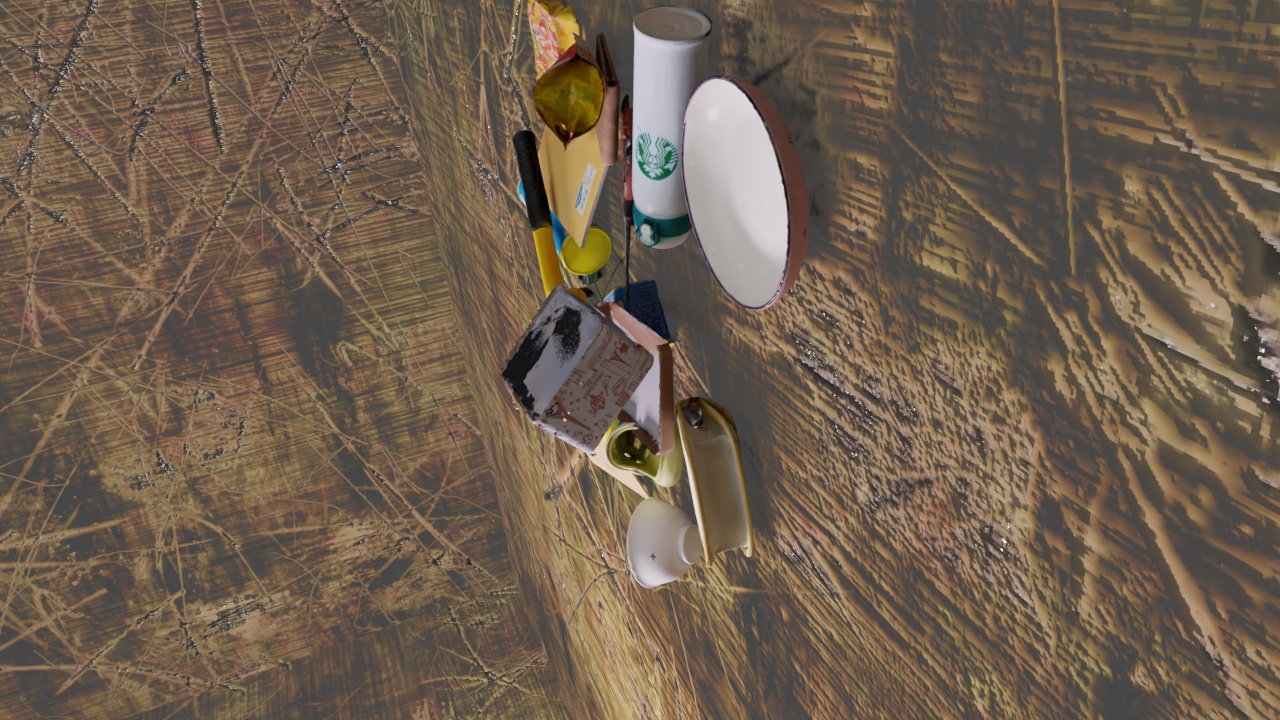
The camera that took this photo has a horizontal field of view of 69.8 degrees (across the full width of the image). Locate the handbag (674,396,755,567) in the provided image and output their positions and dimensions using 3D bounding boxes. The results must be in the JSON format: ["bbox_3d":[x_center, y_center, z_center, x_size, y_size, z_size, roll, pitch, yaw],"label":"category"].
[{"bbox_3d":[0.078,0.121,1.022,0.178,0.063,0.163,-109,8,-72],"label":"handbag"}]

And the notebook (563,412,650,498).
[{"bbox_3d":[-0.067,0.120,1.353,0.148,0.008,0.208,28,157,44],"label":"notebook"}]

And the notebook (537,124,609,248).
[{"bbox_3d":[-0.092,-0.255,1.189,0.206,0.010,0.146,54,131,49],"label":"notebook"}]

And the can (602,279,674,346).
[{"bbox_3d":[-0.005,-0.047,1.115,0.102,0.057,0.083,152,104,-73],"label":"can"}]

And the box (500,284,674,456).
[{"bbox_3d":[-0.037,0.017,1.029,0.166,0.150,0.182,34,-176,-28],"label":"box"}]

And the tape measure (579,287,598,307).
[{"bbox_3d":[-0.082,-0.073,1.378,0.066,0.033,0.066,-140,35,-66],"label":"tape measure"}]

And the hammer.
[{"bbox_3d":[-0.129,-0.170,1.206,0.129,0.032,0.300,-45,53,55],"label":"hammer"}]

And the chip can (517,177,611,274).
[{"bbox_3d":[-0.110,-0.201,1.283,0.210,0.071,0.071,-125,25,-47],"label":"chip can"}]

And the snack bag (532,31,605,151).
[{"bbox_3d":[-0.076,-0.297,1.016,0.207,0.073,0.129,-97,12,-71],"label":"snack bag"}]

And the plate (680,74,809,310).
[{"bbox_3d":[0.089,-0.138,0.754,0.193,0.039,0.192,164,90,-73],"label":"plate"}]

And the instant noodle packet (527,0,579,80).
[{"bbox_3d":[-0.108,-0.393,1.150,0.110,0.044,0.129,52,152,43],"label":"instant noodle packet"}]

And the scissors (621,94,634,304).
[{"bbox_3d":[-0.014,-0.174,0.990,0.226,0.015,0.188,94,175,-56],"label":"scissors"}]

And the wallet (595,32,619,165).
[{"bbox_3d":[-0.040,-0.294,1.029,0.101,0.020,0.115,95,167,-47],"label":"wallet"}]

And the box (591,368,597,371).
[{"bbox_3d":[-0.083,-0.022,1.291,0.169,0.091,0.078,-36,72,62],"label":"box"}]

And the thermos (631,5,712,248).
[{"bbox_3d":[0.024,-0.204,0.848,0.225,0.073,0.073,92,156,-45],"label":"thermos"}]

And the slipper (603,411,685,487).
[{"bbox_3d":[-0.005,0.102,1.188,0.190,0.081,0.092,-146,65,-64],"label":"slipper"}]

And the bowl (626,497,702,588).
[{"bbox_3d":[0.041,0.236,1.189,0.065,0.118,0.118,-5,103,33],"label":"bowl"}]

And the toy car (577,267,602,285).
[{"bbox_3d":[-0.082,-0.144,1.304,0.091,0.036,0.043,-126,24,-45],"label":"toy car"}]
